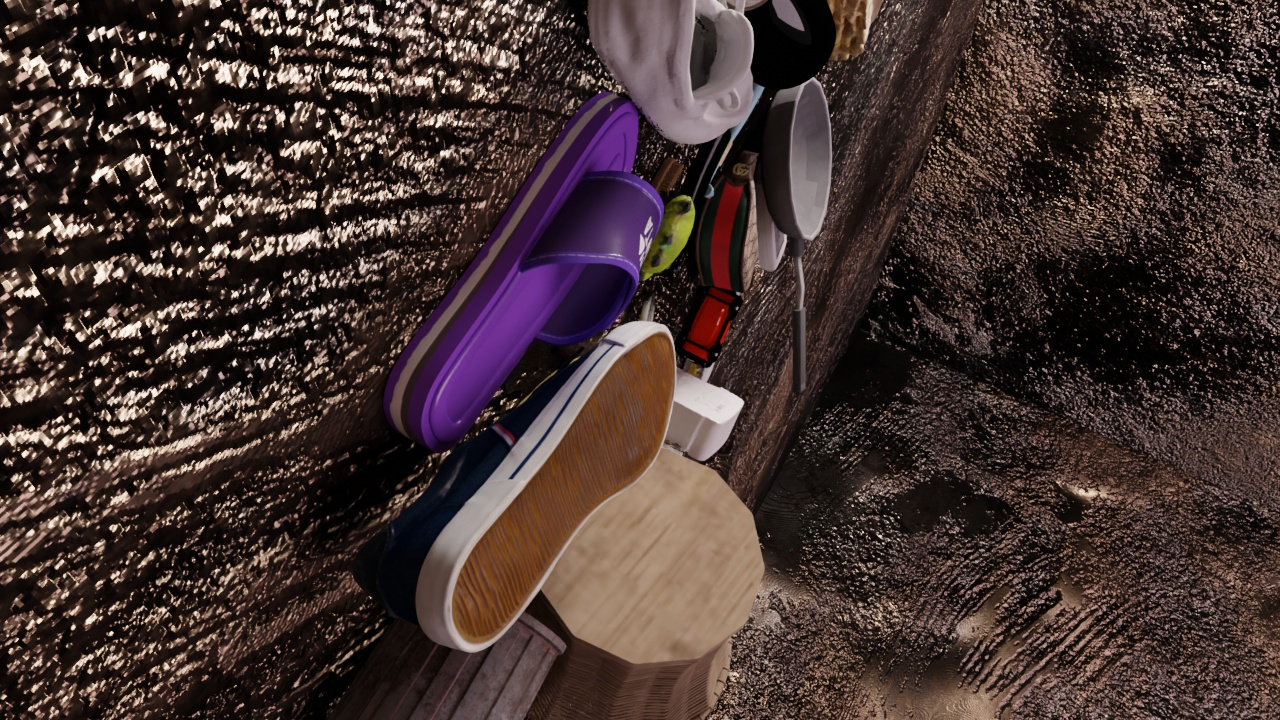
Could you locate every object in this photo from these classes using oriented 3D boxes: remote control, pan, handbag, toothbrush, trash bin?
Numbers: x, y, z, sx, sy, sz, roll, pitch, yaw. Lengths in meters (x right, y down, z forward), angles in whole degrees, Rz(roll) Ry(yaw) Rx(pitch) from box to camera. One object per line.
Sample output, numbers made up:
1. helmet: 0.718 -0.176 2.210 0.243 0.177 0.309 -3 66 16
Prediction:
1. remote control: 0.153 -0.174 1.087 0.139 0.025 0.060 77 29 -43
2. pan: 0.176 -0.137 1.049 0.178 0.041 0.357 -30 121 -61
3. handbag: 0.105 -0.148 0.984 0.166 0.063 0.138 66 42 -68
4. toothbrush: -0.010 -0.100 0.756 0.166 0.016 0.016 -60 163 -14
5. remote control: 0.050 -0.149 0.864 0.152 0.020 0.041 -67 166 6
6. trash bin: -0.157 0.266 0.642 0.210 0.131 0.131 -59 164 -24
7. toothbrush: 0.096 -0.229 0.896 0.155 0.016 0.022 -64 -163 0

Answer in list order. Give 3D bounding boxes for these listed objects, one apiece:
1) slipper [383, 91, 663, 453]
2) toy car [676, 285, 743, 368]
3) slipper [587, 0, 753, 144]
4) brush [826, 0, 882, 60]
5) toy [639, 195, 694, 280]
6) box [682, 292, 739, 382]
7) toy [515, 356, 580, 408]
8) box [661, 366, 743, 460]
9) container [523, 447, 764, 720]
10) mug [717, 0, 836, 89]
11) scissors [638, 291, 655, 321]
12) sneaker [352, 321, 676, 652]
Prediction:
1. slipper: -0.047 -0.047 0.588 0.265 0.084 0.107 -57 163 -24
2. toy car: 0.082 -0.042 1.081 0.100 0.051 0.048 -67 162 12
3. slipper: 0.038 -0.209 0.623 0.112 0.075 0.246 -70 164 7
4. brush: 0.179 -0.370 0.816 0.056 0.083 0.271 -62 165 -11
5. toy: 0.021 -0.105 0.797 0.094 0.036 0.093 -59 -178 25
6. box: 0.096 -0.059 1.143 0.064 0.033 0.210 -41 153 -62
7. toy: -0.063 0.052 0.741 0.155 0.064 0.170 -56 165 27
8. box: 0.031 0.074 0.997 0.189 0.110 0.083 -44 154 -47
9. container: -0.009 0.207 0.807 0.226 0.227 0.197 -53 167 -35
10. mug: 0.101 -0.290 0.725 0.100 0.085 0.118 22 64 -62
11. scissors: -0.005 0.014 0.872 0.132 0.012 0.169 76 24 -77
12. sneaker: -0.078 0.064 0.615 0.293 0.127 0.121 -45 135 -44
